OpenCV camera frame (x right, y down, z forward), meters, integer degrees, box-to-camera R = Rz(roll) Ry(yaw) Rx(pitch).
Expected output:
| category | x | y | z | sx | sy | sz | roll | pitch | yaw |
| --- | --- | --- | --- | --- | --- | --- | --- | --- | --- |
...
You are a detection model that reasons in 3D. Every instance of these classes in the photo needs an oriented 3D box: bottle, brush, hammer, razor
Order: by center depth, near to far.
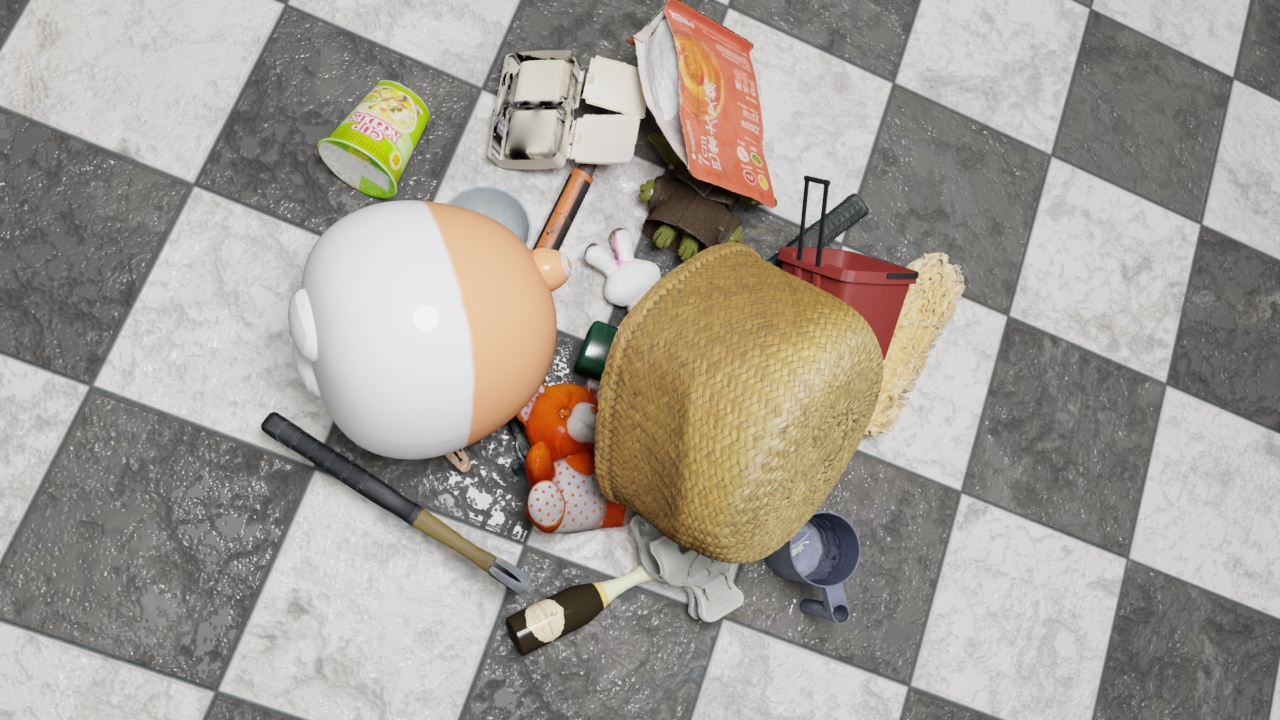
| category | x | y | z | sx | sy | sz | roll | pitch | yaw |
| --- | --- | --- | --- | --- | --- | --- | --- | --- | --- |
| hammer | -0.262 | 0.155 | 0.989 | 0.333 | 0.118 | 0.025 | 33 | 73 | 1 |
| bottle | -0.059 | 0.271 | 1.036 | 0.184 | 0.045 | 0.045 | -21 | 85 | -22 |
| razor | -0.153 | 0.060 | 1.064 | 0.042 | 0.022 | 0.144 | -22 | 85 | -16 |
| bottle | -0.006 | 0.006 | 1.083 | 0.131 | 0.061 | 0.061 | 22 | 74 | -7 |
| hammer | -0.068 | -0.200 | 1.106 | 0.138 | 0.035 | 0.314 | 22 | 80 | 17 |
| hammer | 0.165 | -0.113 | 1.157 | 0.318 | 0.032 | 0.130 | -37 | 89 | -16 |
| brush | 0.323 | -0.019 | 1.159 | 0.083 | 0.057 | 0.270 | 34 | 75 | -3 |

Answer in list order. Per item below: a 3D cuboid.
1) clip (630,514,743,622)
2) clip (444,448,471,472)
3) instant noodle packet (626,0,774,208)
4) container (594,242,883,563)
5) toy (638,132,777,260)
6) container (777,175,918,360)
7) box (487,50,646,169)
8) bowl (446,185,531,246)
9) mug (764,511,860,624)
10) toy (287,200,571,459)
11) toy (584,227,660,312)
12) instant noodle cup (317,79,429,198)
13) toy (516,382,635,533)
| category | x | y | z | sx | sy | sz | roll | pitch | yaw |
| --- | --- | --- | --- | --- | --- | --- | --- | --- | --- |
| clip | 0.071 | 0.223 | 1.045 | 0.125 | 0.096 | 0.152 | -22 | 82 | -26 |
| clip | -0.212 | 0.099 | 1.036 | 0.024 | 0.041 | 0.061 | -40 | 85 | -14 |
| instant noodle packet | 0.088 | -0.292 | 1.082 | 0.164 | 0.084 | 0.220 | 9 | 59 | -46 |
| container | 0.113 | 0.051 | 0.958 | 0.197 | 0.307 | 0.306 | 29 | 73 | 27 |
| toy | 0.069 | -0.194 | 1.125 | 0.179 | 0.078 | 0.152 | 28 | 75 | -3 |
| container | 0.238 | -0.110 | 1.080 | 0.126 | 0.148 | 0.201 | -2 | 109 | -29 |
| box | -0.085 | -0.296 | 1.101 | 0.184 | 0.050 | 0.143 | 6 | 79 | 18 |
| bowl | -0.183 | -0.149 | 1.082 | 0.106 | 0.039 | 0.106 | 3 | 73 | -9 |
| mug | 0.199 | 0.237 | 1.064 | 0.083 | 0.104 | 0.124 | -12 | 83 | -14 |
| toy | -0.213 | -0.039 | 0.949 | 0.280 | 0.263 | 0.265 | -13 | 63 | -23 |
| toy | -0.015 | -0.100 | 1.113 | 0.079 | 0.038 | 0.122 | -31 | 87 | -27 |
| instant noodle cup | -0.299 | -0.259 | 1.056 | 0.099 | 0.099 | 0.107 | 28 | 68 | -6 |
| toy | -0.073 | 0.106 | 1.035 | 0.163 | 0.093 | 0.172 | 4 | 73 | -42 |
